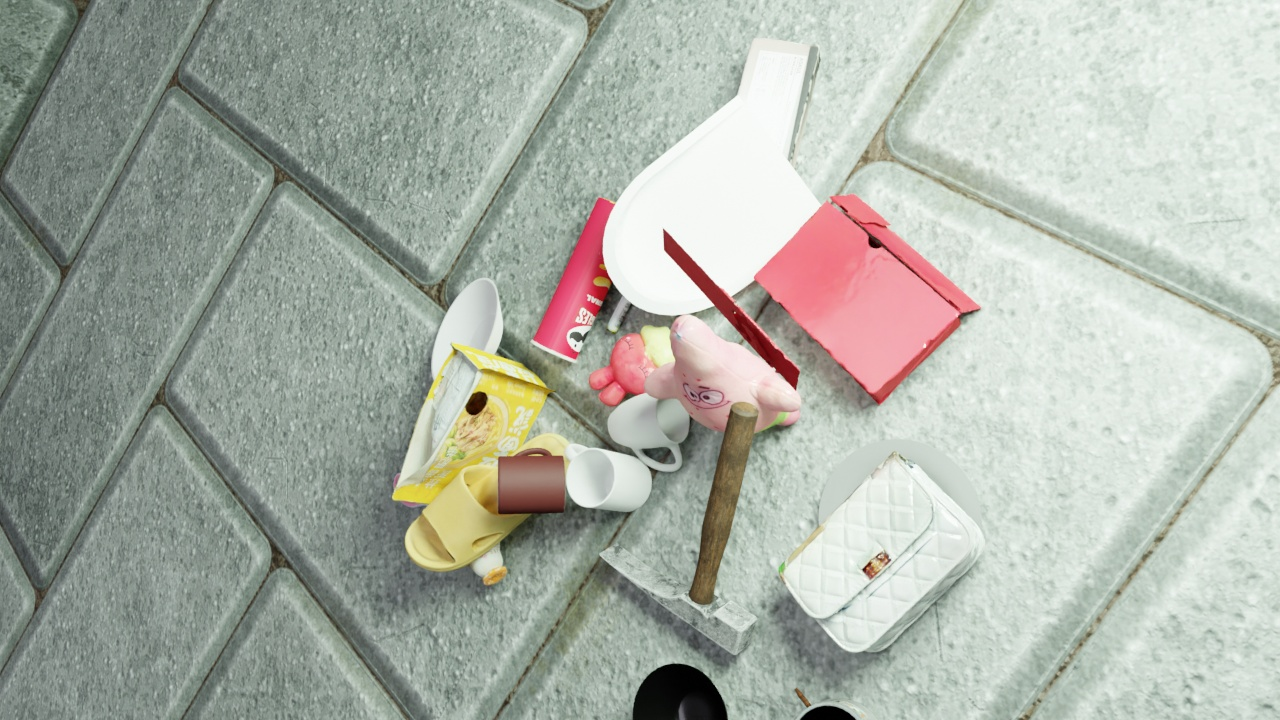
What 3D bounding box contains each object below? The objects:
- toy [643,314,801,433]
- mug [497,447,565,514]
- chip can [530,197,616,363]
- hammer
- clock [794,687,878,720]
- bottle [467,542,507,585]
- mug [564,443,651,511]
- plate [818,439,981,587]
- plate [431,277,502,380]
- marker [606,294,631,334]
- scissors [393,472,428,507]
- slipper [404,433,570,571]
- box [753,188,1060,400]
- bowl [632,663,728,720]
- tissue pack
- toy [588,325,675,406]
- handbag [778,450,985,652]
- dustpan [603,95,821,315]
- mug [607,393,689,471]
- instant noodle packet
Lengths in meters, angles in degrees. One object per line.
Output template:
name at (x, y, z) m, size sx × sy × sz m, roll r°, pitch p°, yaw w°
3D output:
toy at (0.091, 0.022, 1.036) m, size 0.192 × 0.236 × 0.096 m, roll 5°, pitch 66°, yaw 31°
mug at (-0.141, 0.148, 1.177) m, size 0.105 × 0.082 × 0.073 m, roll -103°, pitch 16°, yaw -54°
chip can at (-0.074, -0.111, 1.264) m, size 0.069 × 0.069 × 0.220 m, roll 26°, pitch 93°, yaw 32°
hammer at (0.060, 0.167, 1.063) m, size 0.218 × 0.037 × 0.301 m, roll 28°, pitch 121°, yaw 32°
clock at (0.221, 0.419, 0.975) m, size 0.148 × 0.056 × 0.103 m, roll 16°, pitch 78°, yaw 37°
bottle at (-0.224, 0.258, 1.272) m, size 0.063 × 0.063 × 0.108 m, roll -45°, pitch 59°, yaw 14°
mug at (-0.052, 0.143, 1.179) m, size 0.110 × 0.090 × 0.074 m, roll 39°, pitch 99°, yaw 31°
plate at (0.285, 0.176, 1.017) m, size 0.179 × 0.012 × 0.178 m, roll -8°, pitch 75°, yaw 29°
plate at (-0.244, -0.034, 1.348) m, size 0.174 × 0.036 × 0.173 m, roll -30°, pitch 48°, yaw 39°
marker at (-0.009, -0.104, 1.254) m, size 0.017 × 0.017 × 0.146 m, roll 29°, pitch 94°, yaw 32°
scissors at (-0.300, 0.194, 1.362) m, size 0.170 × 0.013 × 0.175 m, roll 34°, pitch 97°, yaw 32°
slipper at (-0.203, 0.186, 1.224) m, size 0.263 × 0.078 × 0.099 m, roll -35°, pitch 65°, yaw -5°
box at (0.336, -0.100, 1.136) m, size 0.213 × 0.373 × 0.148 m, roll 48°, pitch 135°, yaw 26°
bowl at (0.057, 0.417, 1.074) m, size 0.124 × 0.052 × 0.124 m, roll -8°, pitch 75°, yaw 29°
tissue pack at (0.164, -0.317, 1.180) m, size 0.104 × 0.071 × 0.181 m, roll 12°, pitch 88°, yaw 17°
toy at (-0.007, 0.007, 1.211) m, size 0.135 × 0.045 × 0.091 m, roll -32°, pitch 62°, yaw 14°
handbag at (0.253, 0.208, 0.978) m, size 0.195 × 0.072 × 0.139 m, roll -49°, pitch 59°, yaw 12°
dustpan at (0.075, -0.170, 1.147) m, size 0.258 × 0.053 × 0.191 m, roll -37°, pitch 92°, yaw 20°
mug at (0.012, 0.095, 1.176) m, size 0.090 × 0.071 × 0.107 m, roll -15°, pitch 99°, yaw 36°
instant noodle packet at (-0.233, 0.103, 1.255) m, size 0.084 × 0.163 × 0.221 m, roll 31°, pitch 95°, yaw 31°
